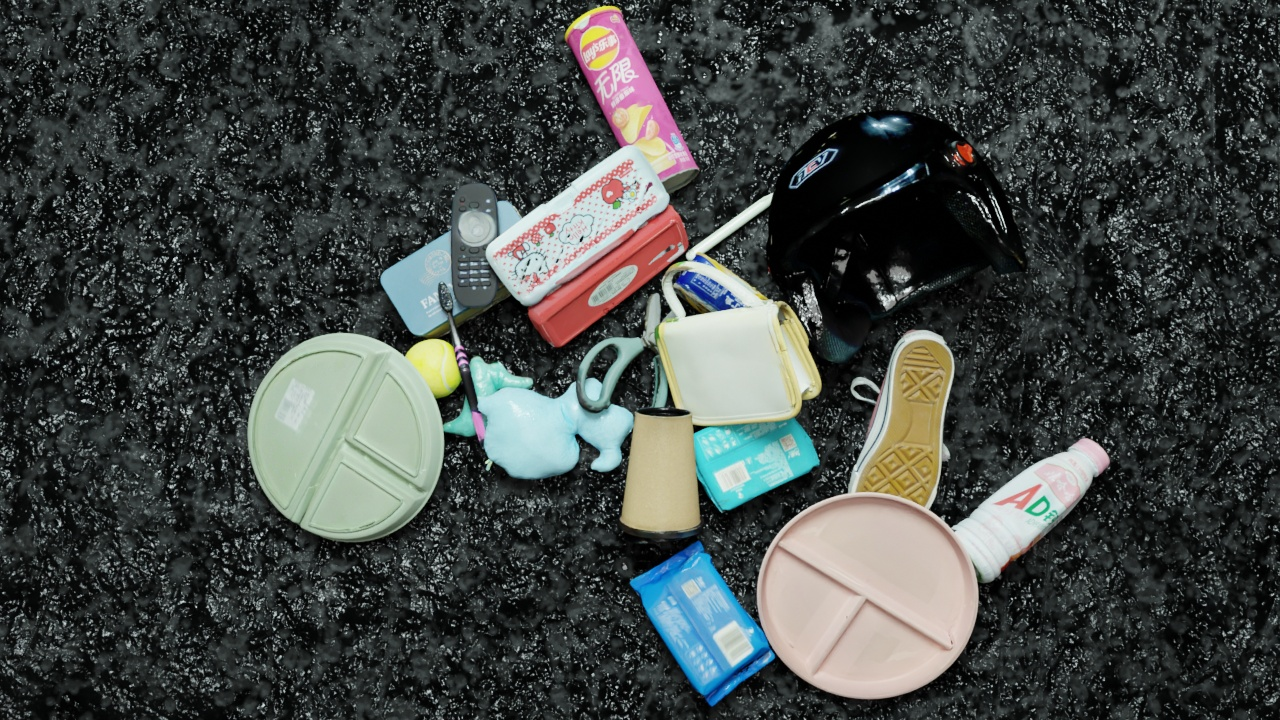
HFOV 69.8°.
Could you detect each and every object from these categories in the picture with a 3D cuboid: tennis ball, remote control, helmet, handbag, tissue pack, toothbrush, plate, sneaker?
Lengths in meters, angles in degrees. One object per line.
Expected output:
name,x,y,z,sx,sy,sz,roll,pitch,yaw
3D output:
tennis ball,-0.228,0.009,1.009,0.065,0.065,0.065,0,83,-1
remote control,-0.176,-0.122,0.983,0.053,0.024,0.136,-1,82,1
helmet,0.243,-0.143,0.939,0.234,0.274,0.230,-32,58,31
handbag,0.093,-0.025,0.959,0.063,0.164,0.179,-35,110,-45
tissue pack,0.122,0.100,1.011,0.133,0.050,0.093,-25,83,-4
toothbrush,0.131,-0.170,1.058,0.189,0.020,0.029,-35,55,-3
plate,0.240,0.249,0.980,0.229,0.028,0.229,1,98,7
sneaker,0.283,0.079,0.999,0.118,0.087,0.241,11,106,8
toothbrush,-0.190,0.007,0.988,0.014,0.018,0.189,-15,101,-13
tissue pack,0.066,0.281,0.989,0.095,0.052,0.157,-34,85,-6
plate,-0.322,0.086,0.987,0.230,0.027,0.230,1,94,11

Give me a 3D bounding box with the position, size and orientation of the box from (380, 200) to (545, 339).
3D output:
box,-0.199,-0.095,1.023,0.184,0.063,0.090,-34,84,-6

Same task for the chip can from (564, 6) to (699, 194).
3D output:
chip can,-0.009,-0.291,1.043,0.071,0.071,0.210,-26,85,-4

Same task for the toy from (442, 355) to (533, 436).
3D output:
toy,-0.170,0.041,1.025,0.096,0.030,0.092,4,86,-6

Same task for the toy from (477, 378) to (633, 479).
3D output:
toy,-0.099,0.079,1.009,0.156,0.050,0.161,-46,99,-10

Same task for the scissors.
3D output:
scissors,-0.009,0.003,1.015,0.171,0.019,0.176,4,81,-22

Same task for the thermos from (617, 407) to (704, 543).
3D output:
thermos,0.022,0.124,0.975,0.093,0.093,0.143,0,97,-1

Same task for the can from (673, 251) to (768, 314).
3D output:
can,0.108,-0.057,1.017,0.148,0.074,0.049,37,88,3

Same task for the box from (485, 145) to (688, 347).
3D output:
box,-0.049,-0.118,0.991,0.201,0.063,0.160,-37,130,-5

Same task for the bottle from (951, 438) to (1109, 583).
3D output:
bottle,0.425,0.158,1.002,0.196,0.068,0.068,-37,85,-7
